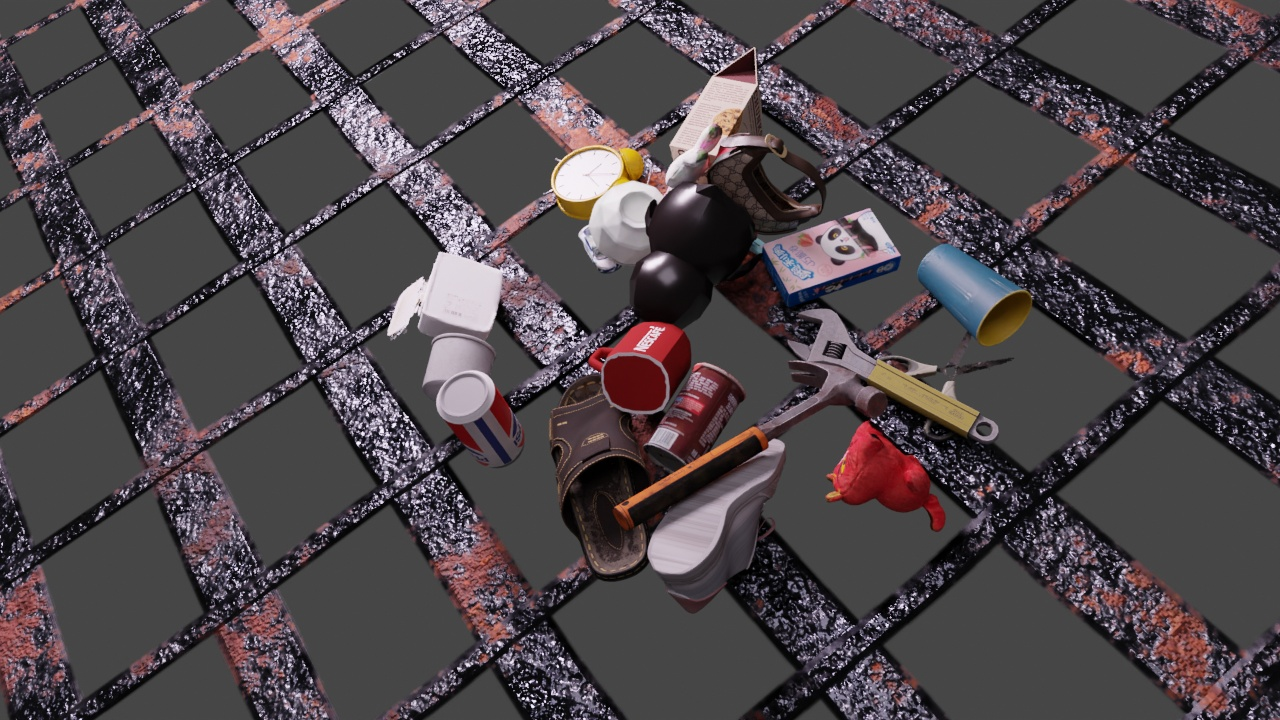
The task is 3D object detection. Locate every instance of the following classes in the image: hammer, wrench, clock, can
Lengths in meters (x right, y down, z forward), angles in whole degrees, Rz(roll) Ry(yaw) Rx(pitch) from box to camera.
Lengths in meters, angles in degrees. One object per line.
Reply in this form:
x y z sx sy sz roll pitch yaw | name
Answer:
0.105 0.091 1.009 0.314 0.035 0.138 -28 30 -16 | hammer
0.288 0.019 1.064 0.273 0.018 0.083 31 74 29 | wrench
-0.059 -0.259 1.322 0.152 0.052 0.113 2 59 19 | clock
-0.188 0.073 1.094 0.070 0.132 0.070 -6 57 10 | can

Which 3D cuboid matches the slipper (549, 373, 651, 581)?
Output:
-0.048 0.124 1.062 0.113 0.076 0.267 -16 56 3 | slipper

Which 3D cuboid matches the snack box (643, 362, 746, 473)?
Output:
0.063 0.071 1.072 0.072 0.072 0.121 24 68 26 | snack box

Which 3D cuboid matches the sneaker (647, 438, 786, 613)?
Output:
0.093 0.178 1.000 0.099 0.089 0.235 10 39 35 | sneaker

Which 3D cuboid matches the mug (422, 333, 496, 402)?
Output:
-0.242 0.018 1.181 0.113 0.084 0.070 -21 50 42 | mug

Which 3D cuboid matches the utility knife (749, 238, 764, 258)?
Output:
0.184 -0.128 1.204 0.022 0.015 0.141 -42 62 -15 | utility knife

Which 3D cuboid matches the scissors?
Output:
0.349 0.024 1.067 0.171 0.012 0.157 -1 59 13 | scissors

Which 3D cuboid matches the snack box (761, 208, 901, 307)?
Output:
0.241 -0.132 1.171 0.154 0.033 0.088 -19 58 -5 | snack box

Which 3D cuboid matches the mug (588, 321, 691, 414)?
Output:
-0.007 0.006 1.100 0.116 0.080 0.096 5 25 18 | mug

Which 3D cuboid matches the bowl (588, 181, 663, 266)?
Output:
-0.008 -0.191 1.233 0.117 0.061 0.117 2 75 -9 | bowl

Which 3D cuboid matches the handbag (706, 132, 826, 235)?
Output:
0.165 -0.231 1.177 0.139 0.166 0.063 -2 56 38 | handbag

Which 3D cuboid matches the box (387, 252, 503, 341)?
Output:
-0.279 -0.068 1.251 0.151 0.132 0.107 15 56 -14 | box

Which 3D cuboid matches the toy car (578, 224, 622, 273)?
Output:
-0.055 -0.158 1.271 0.038 0.027 0.089 -27 56 -6 | toy car

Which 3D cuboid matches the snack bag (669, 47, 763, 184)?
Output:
0.125 -0.337 1.300 0.070 0.094 0.206 19 64 23 | snack bag

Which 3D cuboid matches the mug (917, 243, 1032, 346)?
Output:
0.390 -0.083 1.087 0.078 0.078 0.121 -30 48 -6 | mug

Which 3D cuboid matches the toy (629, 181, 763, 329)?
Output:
0.055 -0.123 1.146 0.159 0.140 0.184 28 82 9 | toy

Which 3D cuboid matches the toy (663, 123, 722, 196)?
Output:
0.062 -0.251 1.188 0.038 0.123 0.079 40 53 -1 | toy

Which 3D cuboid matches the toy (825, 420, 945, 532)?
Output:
0.267 0.141 0.994 0.133 0.088 0.094 42 107 12 | toy
